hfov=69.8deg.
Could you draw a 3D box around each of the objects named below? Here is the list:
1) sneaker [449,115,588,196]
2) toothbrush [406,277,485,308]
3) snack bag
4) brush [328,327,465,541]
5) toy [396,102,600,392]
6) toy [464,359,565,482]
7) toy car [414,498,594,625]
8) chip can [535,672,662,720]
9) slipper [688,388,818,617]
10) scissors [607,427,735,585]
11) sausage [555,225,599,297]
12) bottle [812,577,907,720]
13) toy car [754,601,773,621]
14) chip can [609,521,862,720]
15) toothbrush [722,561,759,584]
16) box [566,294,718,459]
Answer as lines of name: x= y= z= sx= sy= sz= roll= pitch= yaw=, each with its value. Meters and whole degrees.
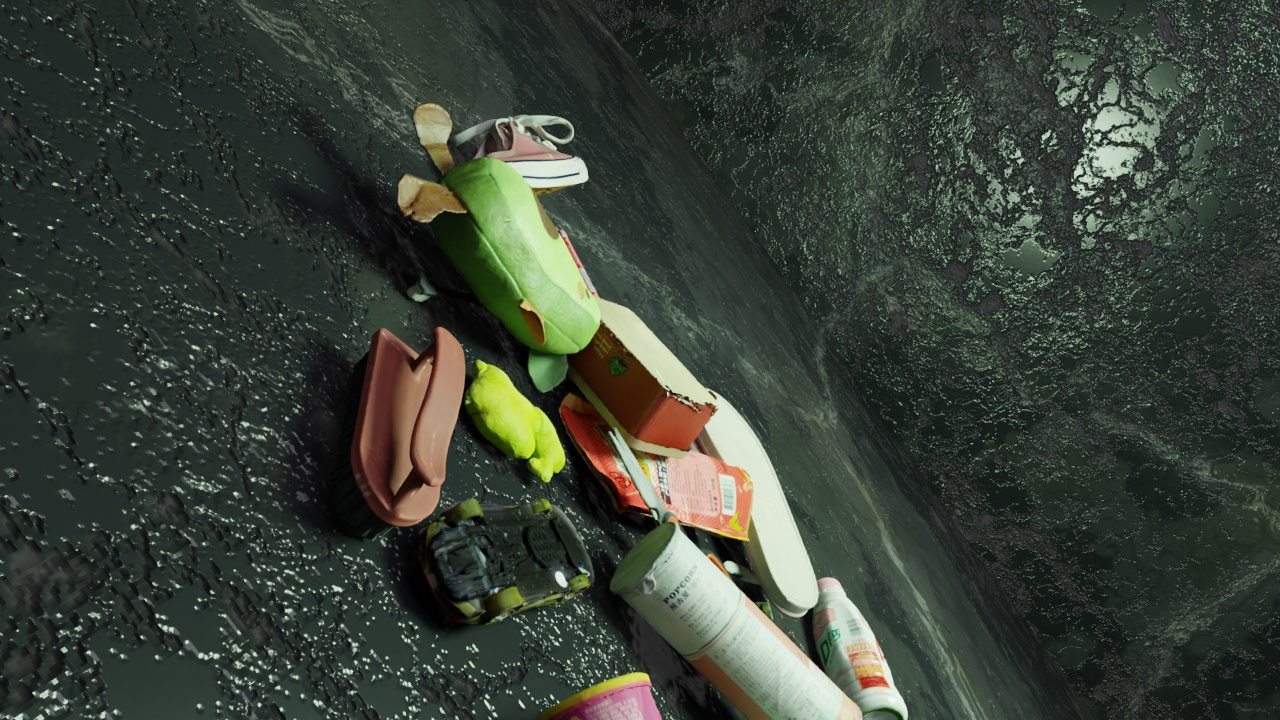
sneaker: x=-0.129 y=-0.221 z=0.993 sx=0.240 sy=0.118 sz=0.088 roll=-34 pitch=109 yaw=-68
toothbrush: x=-0.142 y=-0.050 z=0.779 sx=0.015 sy=0.018 sz=0.181 roll=59 pitch=15 yaw=12
snack bag: x=0.019 y=0.107 z=0.845 sx=0.207 sy=0.073 sz=0.128 roll=26 pitch=26 yaw=-44
brush: x=-0.136 y=0.038 z=0.533 sx=0.063 sy=0.069 sz=0.145 roll=44 pitch=20 yaw=-30
toy: x=-0.108 y=-0.089 z=0.749 sx=0.247 sy=0.090 sz=0.226 roll=54 pitch=13 yaw=-41
toy: x=-0.094 y=0.047 z=0.695 sx=0.100 sy=0.031 sz=0.096 roll=28 pitch=33 yaw=-57
toy car: x=-0.078 y=0.124 z=0.572 sx=0.070 sy=0.042 sz=0.158 roll=61 pitch=19 yaw=19
chip can: x=0.011 y=0.278 z=0.479 sx=0.071 sy=0.071 sz=0.210 roll=26 pitch=34 yaw=-58
slipper: x=0.107 y=0.150 z=0.988 sx=0.114 sy=0.055 sz=0.274 roll=12 pitch=46 yaw=-49
scissors: x=0.030 y=0.144 z=0.775 sx=0.136 sy=0.022 sz=0.235 roll=-21 pitch=92 yaw=-63
sausage: x=-0.068 y=-0.092 z=1.051 sx=0.020 sy=0.020 sz=0.155 roll=21 pitch=38 yaw=-62
bottle: x=0.227 y=0.319 z=1.002 sx=0.068 sy=0.068 sz=0.196 roll=47 pitch=14 yaw=-26
toy car: x=0.103 y=0.249 z=0.823 sx=0.091 sy=0.043 sz=0.036 roll=-79 pitch=155 yaw=-77
chip can: x=0.076 y=0.223 z=0.709 sx=0.214 sy=0.071 sz=0.071 roll=45 pitch=18 yaw=-7
toothbrush: x=0.134 y=0.240 z=0.982 sx=0.191 sy=0.018 sz=0.016 roll=32 pitch=29 yaw=-48
box: x=-0.005 y=0.005 z=0.841 sx=0.091 sy=0.079 sz=0.168 roll=17 pitch=23 yaw=-47
